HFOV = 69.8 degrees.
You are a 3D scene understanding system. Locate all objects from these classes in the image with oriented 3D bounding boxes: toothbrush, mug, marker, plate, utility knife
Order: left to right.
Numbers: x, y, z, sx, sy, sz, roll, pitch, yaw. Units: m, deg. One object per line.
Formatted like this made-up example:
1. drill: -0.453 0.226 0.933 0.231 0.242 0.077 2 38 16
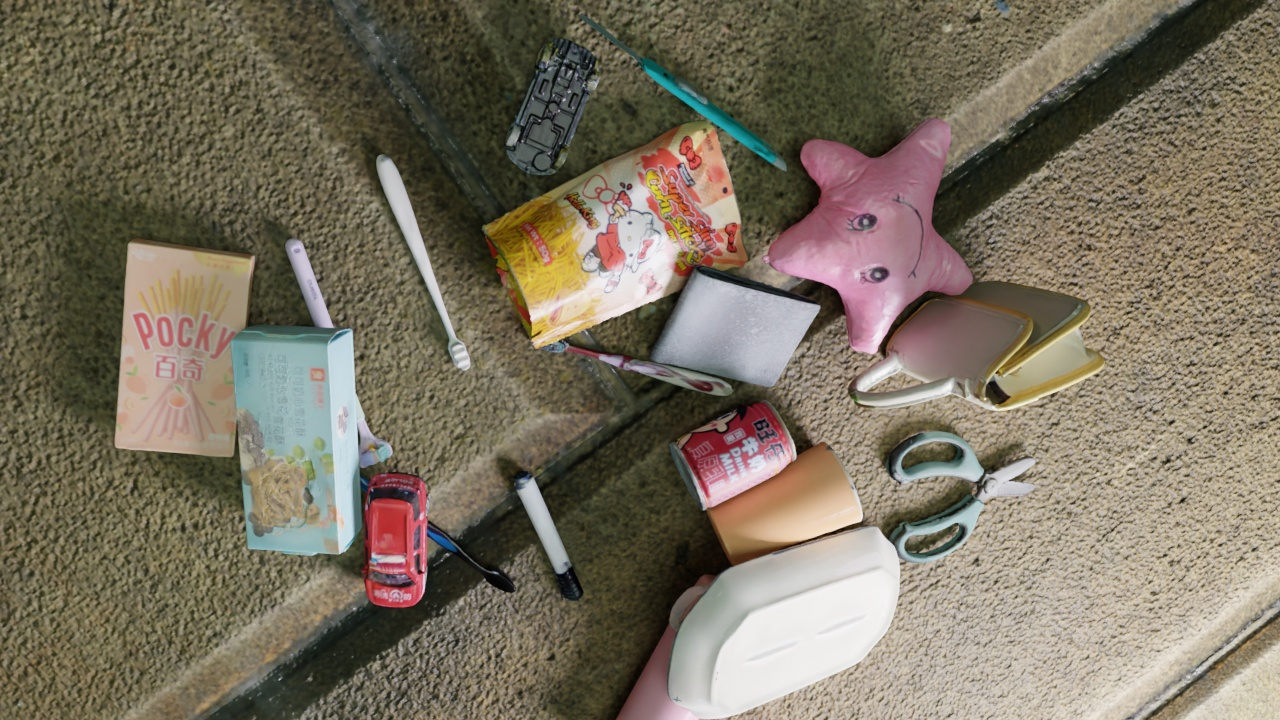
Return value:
1. toothbrush: -0.240 -0.005 0.719 0.029 0.021 0.189 -25 107 -27
2. toothbrush: -0.170 -0.074 0.722 0.016 0.016 0.180 -23 108 -15
3. toothbrush: -0.179 0.143 0.778 0.189 0.016 0.014 40 100 -17
4. marker: -0.081 0.155 0.802 0.022 0.018 0.131 -22 108 1
5. toothbrush: -0.005 0.005 0.783 0.187 0.017 0.016 15 100 -17
6. utility knife: 0.037 -0.214 0.734 0.209 0.029 0.013 30 121 -19
7. mug: 0.125 0.132 0.822 0.122 0.078 0.078 -23 108 -3
8. plate: 0.142 0.241 0.823 0.265 0.034 0.162 -7 116 -33

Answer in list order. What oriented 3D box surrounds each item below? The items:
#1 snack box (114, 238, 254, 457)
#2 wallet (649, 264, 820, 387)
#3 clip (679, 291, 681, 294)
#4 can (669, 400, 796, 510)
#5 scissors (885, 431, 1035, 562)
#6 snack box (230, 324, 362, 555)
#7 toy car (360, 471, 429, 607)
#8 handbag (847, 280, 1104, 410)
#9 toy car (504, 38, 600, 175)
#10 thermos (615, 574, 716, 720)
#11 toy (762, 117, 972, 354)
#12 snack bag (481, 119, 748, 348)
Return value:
1. snack box: -0.342 -0.007 0.690 0.084 0.026 0.157 7 102 -16
2. wallet: 0.080 -0.026 0.781 0.120 0.019 0.097 14 126 -18
3. clip: 0.055 -0.040 0.790 0.057 0.014 0.048 16 97 -16
4. can: 0.080 0.081 0.798 0.093 0.066 0.066 -25 108 -7
5. scissors: 0.307 0.113 0.891 0.177 0.019 0.169 -28 108 -5
6. snack box: -0.261 0.060 0.702 0.074 0.051 0.175 3 106 4
7. toy car: -0.201 0.150 0.748 0.053 0.045 0.121 3 113 -3
8. handbag: 0.266 -0.005 0.774 0.178 0.163 0.063 -25 106 -7
9. toy car: -0.070 -0.194 0.710 0.049 0.031 0.105 22 96 -18
10. thermos: 0.028 0.291 0.833 0.087 0.067 0.199 21 100 -45
11. toy: 0.190 -0.097 0.779 0.178 0.074 0.195 -14 109 -2
12. snack bag: -0.014 -0.099 0.739 0.207 0.073 0.128 -26 108 -15
